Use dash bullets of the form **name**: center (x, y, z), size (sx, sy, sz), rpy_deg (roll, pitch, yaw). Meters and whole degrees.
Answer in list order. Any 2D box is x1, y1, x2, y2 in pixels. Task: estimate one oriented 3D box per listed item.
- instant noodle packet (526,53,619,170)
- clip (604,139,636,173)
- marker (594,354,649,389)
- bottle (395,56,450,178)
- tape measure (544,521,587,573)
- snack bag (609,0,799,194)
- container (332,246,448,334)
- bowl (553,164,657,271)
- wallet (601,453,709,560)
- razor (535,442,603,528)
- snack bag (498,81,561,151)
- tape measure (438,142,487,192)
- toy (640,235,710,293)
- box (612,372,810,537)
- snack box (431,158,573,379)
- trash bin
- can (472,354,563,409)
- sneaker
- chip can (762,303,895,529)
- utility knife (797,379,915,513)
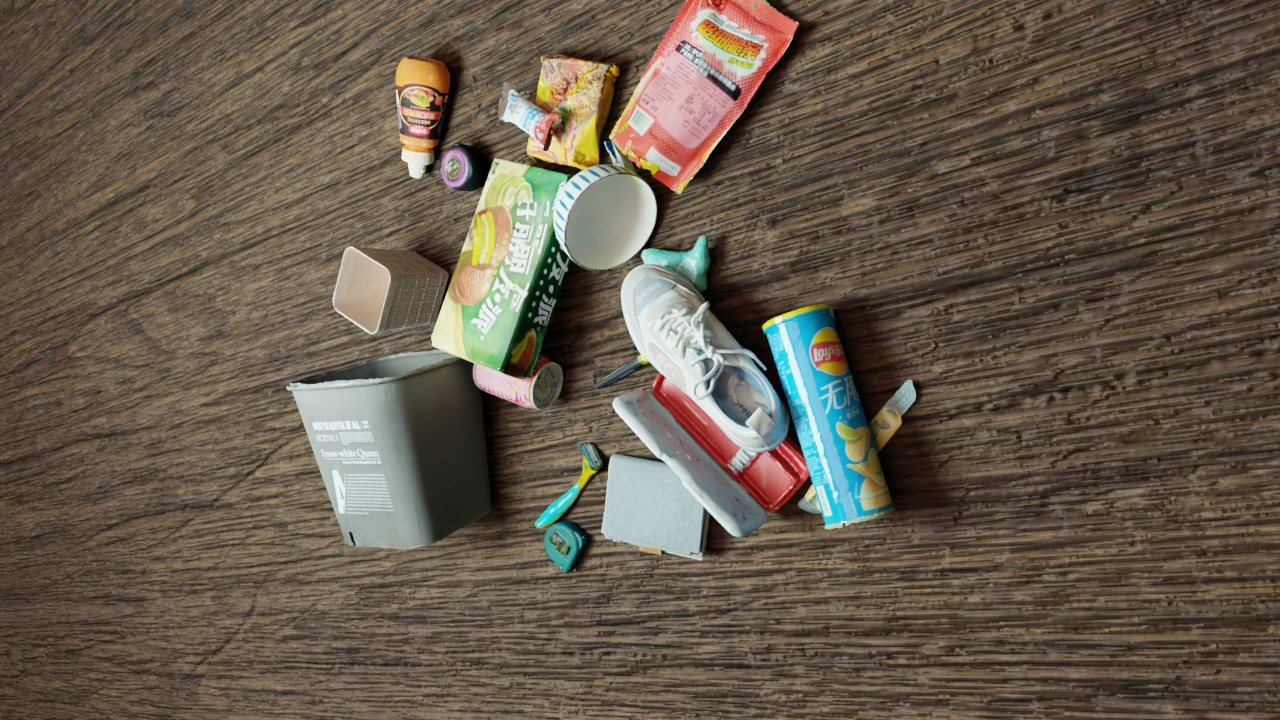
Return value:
- **instant noodle packet**: center (-0.082, -0.283, 1.054), size (0.111, 0.044, 0.128), rpy_deg (22, 108, 33)
- **clip**: center (-0.020, -0.224, 1.032), size (0.037, 0.025, 0.058), rpy_deg (-14, 94, 41)
- **marker**: center (-0.006, 0.006, 1.056), size (0.124, 0.018, 0.015), rpy_deg (-30, 74, 33)
- **bottle**: center (-0.281, -0.307, 1.171), size (0.067, 0.066, 0.150), rpy_deg (22, 114, 29)
- **tape measure**: center (-0.095, 0.228, 1.138), size (0.054, 0.025, 0.058), rpy_deg (35, 113, 23)
- **snack bag**: center (0.059, -0.288, 0.953), size (0.128, 0.073, 0.208), rpy_deg (41, 111, 17)
- **container**: center (-0.320, -0.093, 1.190), size (0.090, 0.110, 0.090), rpy_deg (30, 111, 26)
- **bowl**: center (-0.047, -0.164, 1.010), size (0.066, 0.116, 0.117), rpy_deg (46, 119, 42)
- **wallet**: center (0.020, 0.168, 1.050), size (0.130, 0.037, 0.106), rpy_deg (6, 89, 31)
- **razor**: center (-0.089, 0.160, 1.123), size (0.133, 0.028, 0.043), rpy_deg (-53, 45, 23)
- **snack bag**: center (-0.127, -0.278, 1.045), size (0.105, 0.026, 0.045), rpy_deg (39, 126, 32)
- **tape measure**: center (-0.220, -0.241, 1.150), size (0.058, 0.039, 0.057), rpy_deg (49, 119, 23)
- **toy**: center (0.037, -0.095, 1.011), size (0.092, 0.030, 0.096), rpy_deg (14, 111, 36)
- **box**: center (0.075, 0.080, 0.966), size (0.201, 0.100, 0.095), rpy_deg (45, 118, 19)
- **snack box**: center (-0.150, -0.108, 1.072), size (0.114, 0.063, 0.240), rpy_deg (20, 90, 30)
- **trash bin**: center (-0.304, 0.108, 1.166), size (0.199, 0.198, 0.220), rpy_deg (-3, 100, 33)
- **can**: center (-0.148, 0.018, 1.120), size (0.094, 0.066, 0.066), rpy_deg (19, 106, 30)
- **sneaker**: center (0.055, -0.009, 0.927), size (0.089, 0.090, 0.242), rpy_deg (-41, 71, 2)
- **chip can**: center (0.184, 0.054, 0.897), size (0.071, 0.071, 0.210), rpy_deg (-22, 79, 33)
- **utility knife**: center (0.221, 0.092, 0.926), size (0.031, 0.019, 0.183), rpy_deg (42, 112, 16)
